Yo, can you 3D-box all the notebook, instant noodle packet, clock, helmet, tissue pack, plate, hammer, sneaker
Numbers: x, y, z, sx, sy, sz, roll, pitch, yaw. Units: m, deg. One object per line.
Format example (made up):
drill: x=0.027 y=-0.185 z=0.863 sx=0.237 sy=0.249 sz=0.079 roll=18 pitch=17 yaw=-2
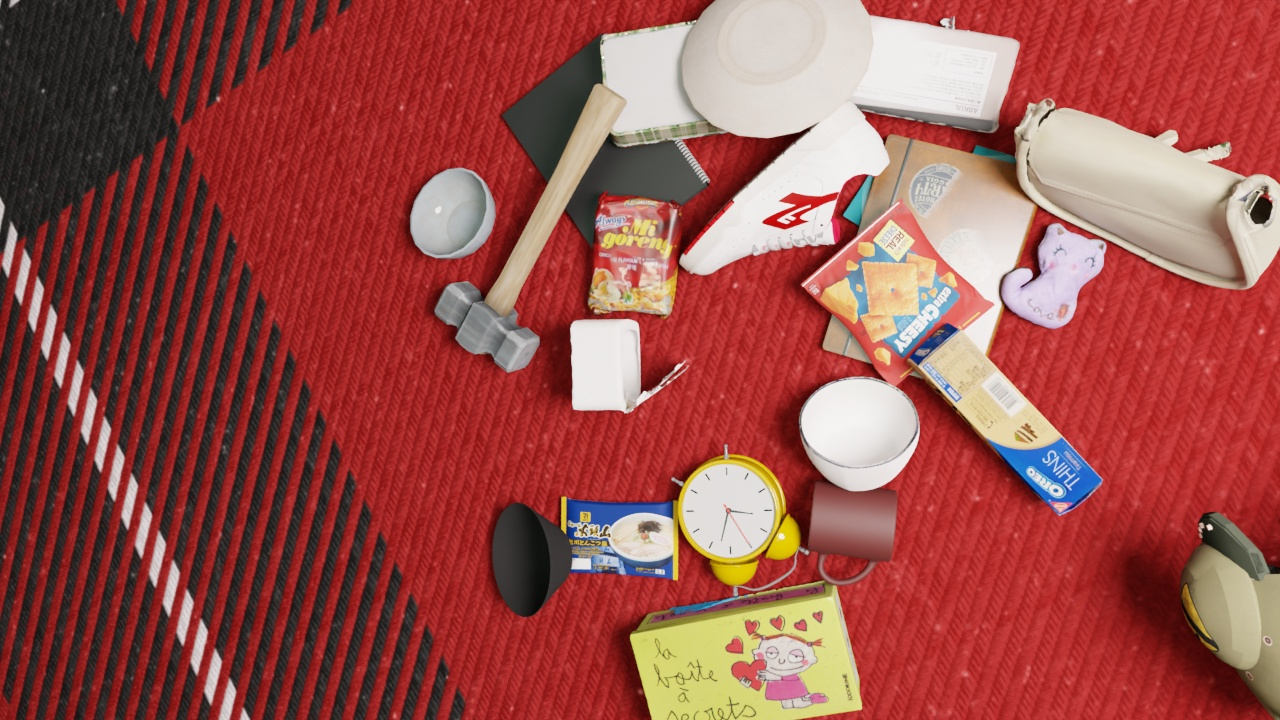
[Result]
notebook: x=-0.040 y=-0.236 z=1.021 sx=0.149 sy=0.016 sz=0.206 roll=-35 pitch=84 yaw=13
instant noodle packet: x=-0.007 y=-0.112 z=0.996 sx=0.099 sy=0.039 sz=0.135 roll=9 pitch=105 yaw=12
clock: x=0.104 y=0.172 z=0.984 sx=0.114 sy=0.052 sz=0.152 roll=-34 pitch=81 yaw=12
instant noodle packet: x=-0.024 y=0.199 z=1.027 sx=0.134 sy=0.026 sz=0.087 roll=0 pitch=89 yaw=13
notebook: x=0.295 y=-0.110 z=0.947 sx=0.178 sy=0.014 sz=0.249 roll=17 pitch=96 yaw=12
helmet: x=0.590 y=0.207 z=0.756 sx=0.251 sy=0.255 sz=0.233 roll=-21 pitch=84 yaw=14
tissue pack: x=0.278 y=-0.297 z=0.926 sx=0.181 sy=0.071 sz=0.104 roll=13 pitch=110 yaw=15
plate: x=0.130 y=-0.308 z=0.896 sx=0.189 sy=0.027 sz=0.188 roll=-5 pitch=72 yaw=16
hammer: x=-0.108 y=-0.144 z=0.987 sx=0.117 sy=0.051 sz=0.323 roll=37 pitch=112 yaw=14
sneaker: x=0.152 y=-0.149 z=0.943 sx=0.237 sy=0.090 sz=0.104 roll=-41 pitch=95 yaw=17

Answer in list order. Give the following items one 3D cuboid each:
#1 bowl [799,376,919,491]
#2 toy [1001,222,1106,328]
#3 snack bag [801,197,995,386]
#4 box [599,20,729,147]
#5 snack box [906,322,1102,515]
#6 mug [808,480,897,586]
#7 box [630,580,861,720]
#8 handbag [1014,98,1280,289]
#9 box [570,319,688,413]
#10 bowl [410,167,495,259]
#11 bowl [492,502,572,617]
bowl: x=0.220 y=0.080 z=0.926 sx=0.116 sy=0.066 sz=0.116 roll=-7 pitch=47 yaw=8
toy: x=0.407 y=-0.085 z=0.909 sx=0.080 sy=0.036 sz=0.100 roll=23 pitch=98 yaw=2
snack bag: x=0.258 y=-0.066 z=0.926 sx=0.131 sy=0.039 sz=0.144 roll=-41 pitch=96 yaw=11
box: x=0.063 y=-0.297 z=0.967 sx=0.205 sy=0.050 sz=0.117 roll=-8 pitch=84 yaw=6
snack box: x=0.355 y=0.058 z=0.901 sx=0.057 sy=0.056 sz=0.207 roll=-43 pitch=92 yaw=10
mug: x=0.217 y=0.181 z=0.945 sx=0.082 sy=0.073 sz=0.105 roll=6 pitch=91 yaw=13
box: x=0.111 y=0.316 z=0.972 sx=0.221 sy=0.082 sz=0.124 roll=-12 pitch=89 yaw=12
handbag: x=0.469 y=-0.175 z=0.829 sx=0.229 sy=0.184 sz=0.132 roll=28 pitch=95 yaw=27
box: x=0.000 y=0.006 z=0.973 sx=0.130 sy=0.110 sz=0.103 roll=-2 pitch=92 yaw=14
bowl: x=-0.206 y=-0.161 z=1.042 sx=0.106 sy=0.039 sz=0.106 roll=-6 pitch=75 yaw=24
bowl: x=-0.112 y=0.219 z=1.023 sx=0.124 sy=0.052 sz=0.124 roll=-2 pitch=88 yaw=52
